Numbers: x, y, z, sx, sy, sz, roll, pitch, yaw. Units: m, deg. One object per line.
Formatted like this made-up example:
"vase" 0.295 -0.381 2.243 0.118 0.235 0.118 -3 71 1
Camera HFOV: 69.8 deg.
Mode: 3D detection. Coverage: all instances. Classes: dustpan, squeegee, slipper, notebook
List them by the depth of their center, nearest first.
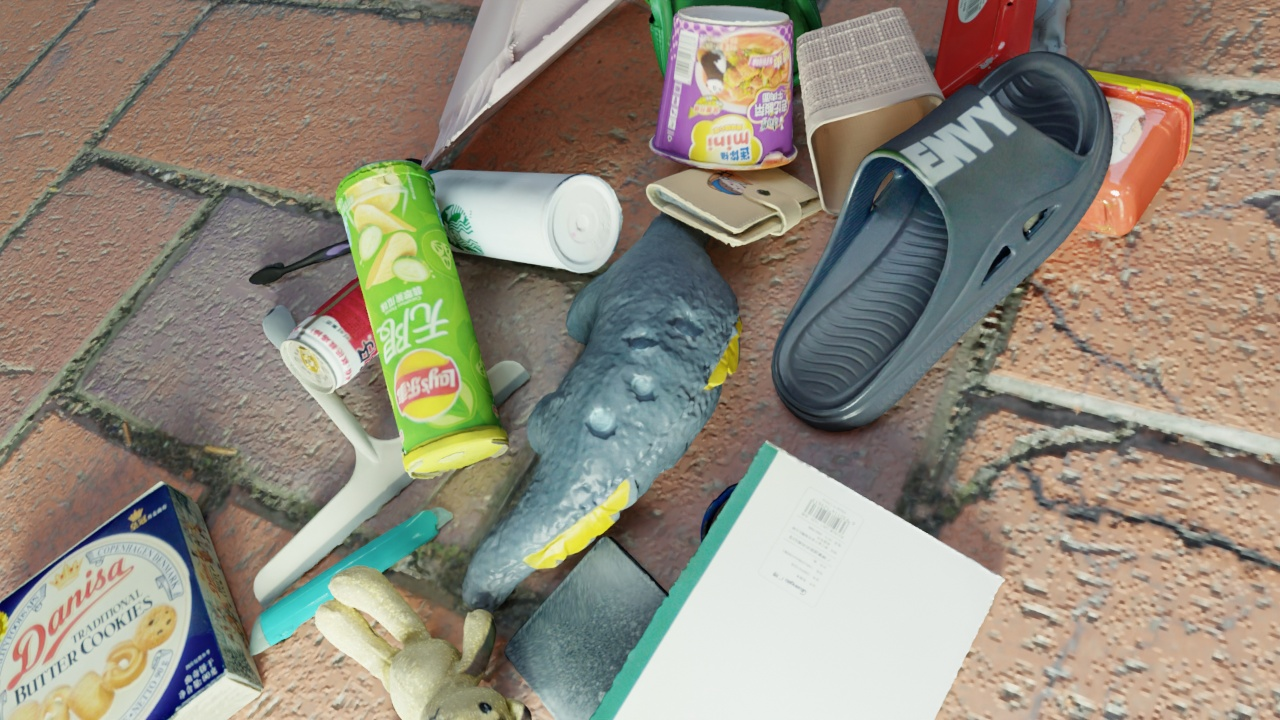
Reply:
"notebook" 0.078 0.164 0.483 0.150 0.012 0.208 30 73 15
"slipper" 0.169 -0.075 0.543 0.268 0.083 0.110 -52 53 8
"squeegee" -0.248 0.016 0.712 0.246 0.039 0.246 -42 54 -8
"dustpan" -0.055 -0.263 0.750 0.223 0.138 0.273 2 73 65

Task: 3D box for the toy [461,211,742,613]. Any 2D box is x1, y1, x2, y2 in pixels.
"toy" -0.004 0.004 0.604 0.138 0.091 0.355 -7 51 51

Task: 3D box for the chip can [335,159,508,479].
"chip can" -0.155 -0.033 0.642 0.072 0.072 0.221 -21 76 8

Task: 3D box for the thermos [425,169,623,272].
"thermos" -0.115 -0.109 0.694 0.225 0.073 0.073 14 64 45

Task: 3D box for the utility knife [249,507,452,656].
"utility knife" -0.198 0.148 0.627 0.161 0.013 0.029 -33 56 -4

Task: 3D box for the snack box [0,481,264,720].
"snack box" -0.371 0.207 0.636 0.178 0.046 0.182 -37 54 -5

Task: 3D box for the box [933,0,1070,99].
"box" 0.276 -0.252 0.677 0.095 0.091 0.201 -33 36 58

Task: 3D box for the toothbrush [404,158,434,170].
"toothbrush" -0.142 -0.139 0.788 0.189 0.016 0.014 30 64 30

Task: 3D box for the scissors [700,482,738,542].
"scissors" 0.035 0.145 0.539 0.173 0.012 0.128 -33 55 1

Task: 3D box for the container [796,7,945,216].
"container" 0.160 -0.179 0.649 0.090 0.090 0.110 -13 52 13

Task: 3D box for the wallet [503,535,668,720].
"wallet" -0.017 0.170 0.531 0.097 0.019 0.121 -47 49 -6

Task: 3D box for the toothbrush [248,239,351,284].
"toothbrush" -0.260 -0.100 0.807 0.189 0.014 0.016 -17 30 9

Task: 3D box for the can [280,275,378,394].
"can" -0.206 -0.035 0.692 0.053 0.053 0.132 13 45 27

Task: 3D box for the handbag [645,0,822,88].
"handbag" 0.072 -0.265 0.716 0.131 0.120 0.067 -18 49 12

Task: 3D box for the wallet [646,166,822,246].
"wallet" 0.072 -0.115 0.646 0.087 0.024 0.114 36 40 24

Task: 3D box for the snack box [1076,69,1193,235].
"snack box" 0.284 -0.130 0.576 0.091 0.082 0.080 26 81 34

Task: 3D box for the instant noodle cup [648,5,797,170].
"instant noodle cup" 0.064 -0.201 0.666 0.111 0.099 0.111 3 27 -2

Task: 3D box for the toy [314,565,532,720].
"toy" -0.135 0.184 0.545 0.157 0.066 0.105 35 82 27
